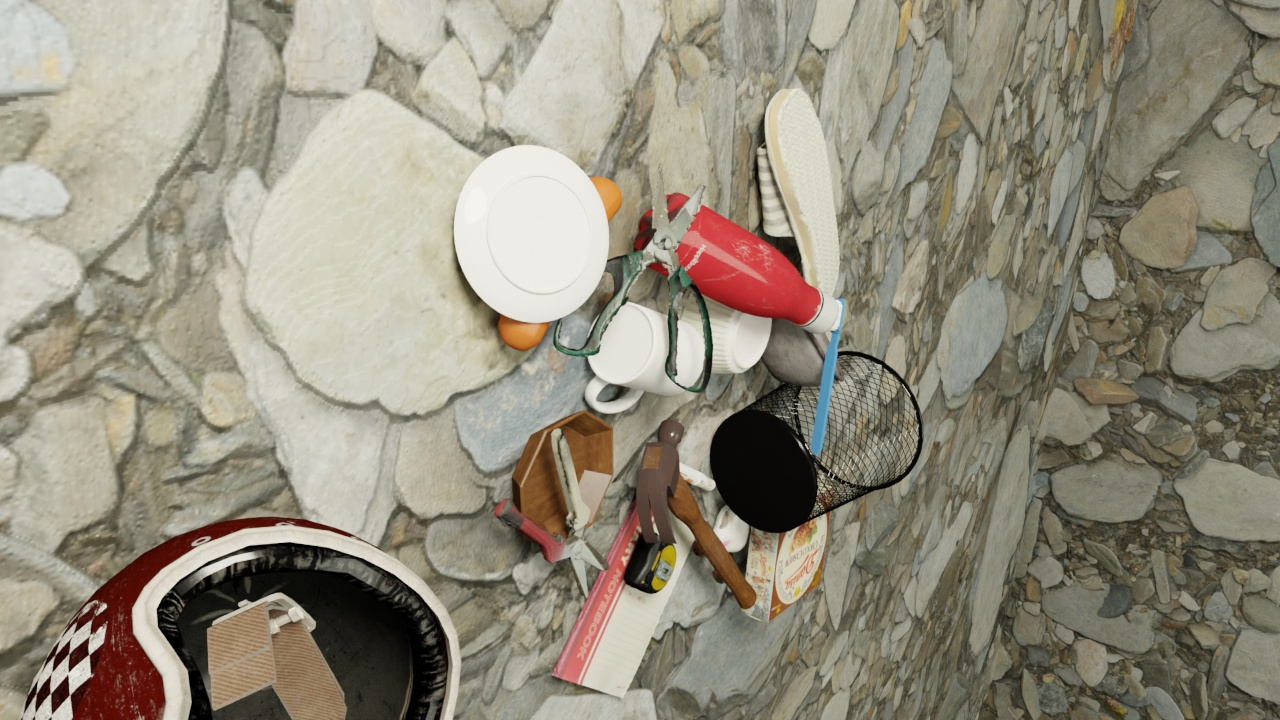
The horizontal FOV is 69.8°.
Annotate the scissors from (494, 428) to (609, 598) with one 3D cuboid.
[{"bbox_3d":[-0.070,0.144,0.809,0.186,0.015,0.179,-4,108,-55],"label":"scissors"}]

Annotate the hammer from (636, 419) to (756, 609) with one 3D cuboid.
[{"bbox_3d":[0.071,0.195,1.007,0.323,0.033,0.115,58,38,-45],"label":"hammer"}]

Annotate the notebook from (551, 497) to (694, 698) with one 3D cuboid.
[{"bbox_3d":[-0.010,0.256,0.996,0.153,0.012,0.208,44,67,-53],"label":"notebook"}]

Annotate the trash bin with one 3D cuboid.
[{"bbox_3d":[0.204,0.102,1.098,0.209,0.184,0.184,-19,119,-44],"label":"trash bin"}]

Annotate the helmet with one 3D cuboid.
[{"bbox_3d":[-0.202,0.197,0.479,0.234,0.253,0.233,-43,126,0],"label":"helmet"}]

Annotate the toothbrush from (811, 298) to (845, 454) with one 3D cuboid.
[{"bbox_3d":[0.195,0.017,0.967,0.014,0.016,0.166,6,95,-31],"label":"toothbrush"}]

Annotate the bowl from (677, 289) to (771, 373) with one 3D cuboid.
[{"bbox_3d":[0.093,-0.036,0.970,0.115,0.062,0.115,-28,126,-47],"label":"bowl"}]

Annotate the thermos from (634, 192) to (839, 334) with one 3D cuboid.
[{"bbox_3d":[0.105,-0.082,0.888,0.239,0.073,0.073,23,85,-34],"label":"thermos"}]

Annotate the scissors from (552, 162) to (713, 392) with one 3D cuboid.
[{"bbox_3d":[0.026,-0.056,0.784,0.179,0.015,0.206,42,74,-25],"label":"scissors"}]

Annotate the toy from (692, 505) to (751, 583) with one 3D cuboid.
[{"bbox_3d":[0.110,0.211,1.127,0.122,0.038,0.079,-44,127,-34],"label":"toy"}]

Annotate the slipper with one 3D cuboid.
[{"bbox_3d":[0.181,-0.178,1.040,0.114,0.054,0.273,-55,138,-32],"label":"slipper"}]

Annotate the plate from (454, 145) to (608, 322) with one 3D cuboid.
[{"bbox_3d":[-0.077,-0.096,0.700,0.134,0.011,0.134,-2,94,-35],"label":"plate"}]

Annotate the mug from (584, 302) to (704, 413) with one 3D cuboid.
[{"bbox_3d":[-0.005,0.005,0.851,0.111,0.074,0.090,-52,149,15],"label":"mug"}]

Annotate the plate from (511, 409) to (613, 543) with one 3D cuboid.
[{"bbox_3d":[-0.072,0.104,0.828,0.131,0.025,0.131,-28,126,-47],"label":"plate"}]

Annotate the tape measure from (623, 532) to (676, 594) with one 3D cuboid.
[{"bbox_3d":[0.014,0.216,0.972,0.061,0.034,0.061,39,71,-55],"label":"tape measure"}]

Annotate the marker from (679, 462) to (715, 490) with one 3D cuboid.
[{"bbox_3d":[0.047,0.123,1.015,0.145,0.017,0.017,34,76,-55],"label":"marker"}]

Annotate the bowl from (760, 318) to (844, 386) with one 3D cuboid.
[{"bbox_3d":[0.168,-0.026,1.046,0.145,0.067,0.144,54,17,-26],"label":"bowl"}]

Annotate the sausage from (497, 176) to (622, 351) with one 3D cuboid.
[{"bbox_3d":[-0.066,-0.082,0.743,0.044,0.039,0.164,44,68,-42],"label":"sausage"}]

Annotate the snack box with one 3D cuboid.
[{"bbox_3d":[0.190,0.241,1.178,0.142,0.041,0.147,-13,112,-51],"label":"snack box"}]
